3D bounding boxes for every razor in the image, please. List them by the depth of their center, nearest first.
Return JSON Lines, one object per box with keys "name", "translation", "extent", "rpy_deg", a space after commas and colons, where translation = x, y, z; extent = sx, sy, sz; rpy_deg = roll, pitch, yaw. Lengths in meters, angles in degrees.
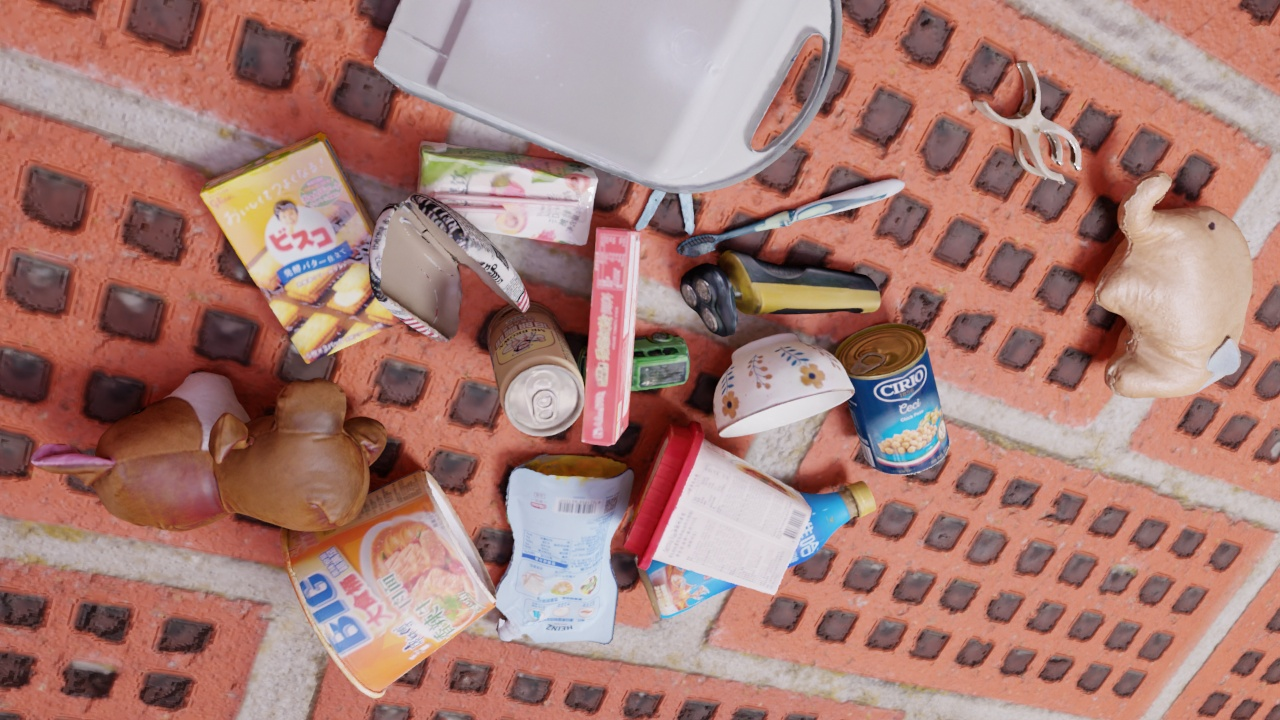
{"name": "razor", "translation": [0.115, -0.051, 0.728], "extent": [0.167, 0.062, 0.067], "rpy_deg": [1, 84, -21]}

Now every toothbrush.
{"name": "toothbrush", "translation": [0.120, -0.111, 0.718], "extent": [0.191, 0.018, 0.016], "rpy_deg": [-17, 118, -6]}

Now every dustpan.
{"name": "dustpan", "translation": [0.002, -0.229, 0.613], "extent": [0.258, 0.142, 0.223], "rpy_deg": [31, 110, 5]}

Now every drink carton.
{"name": "drink carton", "translation": [-0.095, -0.117, 0.643], "extent": [0.122, 0.045, 0.054], "rpy_deg": [5, 115, -17]}

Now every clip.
{"name": "clip", "translation": [0.308, -0.183, 0.725], "extent": [0.072, 0.034, 0.100], "rpy_deg": [-40, 113, 7]}

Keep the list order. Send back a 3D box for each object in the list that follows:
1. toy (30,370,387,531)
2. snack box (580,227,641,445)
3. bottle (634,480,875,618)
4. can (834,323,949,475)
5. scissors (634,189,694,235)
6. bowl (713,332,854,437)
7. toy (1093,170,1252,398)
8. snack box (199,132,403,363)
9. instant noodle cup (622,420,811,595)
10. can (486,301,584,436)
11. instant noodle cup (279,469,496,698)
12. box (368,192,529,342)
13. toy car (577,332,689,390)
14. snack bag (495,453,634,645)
{"name": "toy", "translation": [-0.291, 0.063, 0.640], "extent": [0.199, 0.130, 0.140], "rpy_deg": [-10, 156, 2]}
{"name": "snack box", "translation": [-0.020, -0.020, 0.670], "extent": [0.025, 0.075, 0.153], "rpy_deg": [5, 98, 5]}
{"name": "bottle", "translation": [0.105, 0.161, 0.820], "extent": [0.218, 0.065, 0.065], "rpy_deg": [-21, 119, -5]}
{"name": "can", "translation": [0.216, 0.035, 0.781], "extent": [0.075, 0.075, 0.111], "rpy_deg": [-25, 119, -2]}
{"name": "scissors", "translation": [0.022, -0.155, 0.674], "extent": [0.113, 0.017, 0.134], "rpy_deg": [23, 111, -25]}
{"name": "bowl", "translation": [0.109, 0.016, 0.740], "extent": [0.113, 0.114, 0.062], "rpy_deg": [-13, 76, -9]}
{"name": "toy", "translation": [0.460, -0.071, 0.792], "extent": [0.143, 0.082, 0.226], "rpy_deg": [-26, 117, -11]}
{"name": "snack box", "translation": [-0.226, -0.076, 0.637], "extent": [0.087, 0.033, 0.140], "rpy_deg": [-24, 117, -3]}
{"name": "instant noodle cup", "translation": [0.062, 0.122, 0.738], "extent": [0.124, 0.116, 0.116], "rpy_deg": [24, 94, 0]}
{"name": "can", "translation": [-0.078, 0.003, 0.665], "extent": [0.058, 0.116, 0.059], "rpy_deg": [-6, 116, -13]}
{"name": "instant noodle cup", "translation": [-0.186, 0.162, 0.703], "extent": [0.111, 0.151, 0.151], "rpy_deg": [-29, 119, -9]}
{"name": "box", "translation": [-0.117, -0.059, 0.606], "extent": [0.088, 0.163, 0.076], "rpy_deg": [0, 77, 7]}
{"name": "toy car", "translation": [-0.004, 0.004, 0.732], "extent": [0.091, 0.036, 0.043], "rpy_deg": [-5, 118, -8]}
{"name": "snack bag", "translation": [-0.067, 0.171, 0.795], "extent": [0.110, 0.039, 0.191], "rpy_deg": [-1, 117, -20]}
